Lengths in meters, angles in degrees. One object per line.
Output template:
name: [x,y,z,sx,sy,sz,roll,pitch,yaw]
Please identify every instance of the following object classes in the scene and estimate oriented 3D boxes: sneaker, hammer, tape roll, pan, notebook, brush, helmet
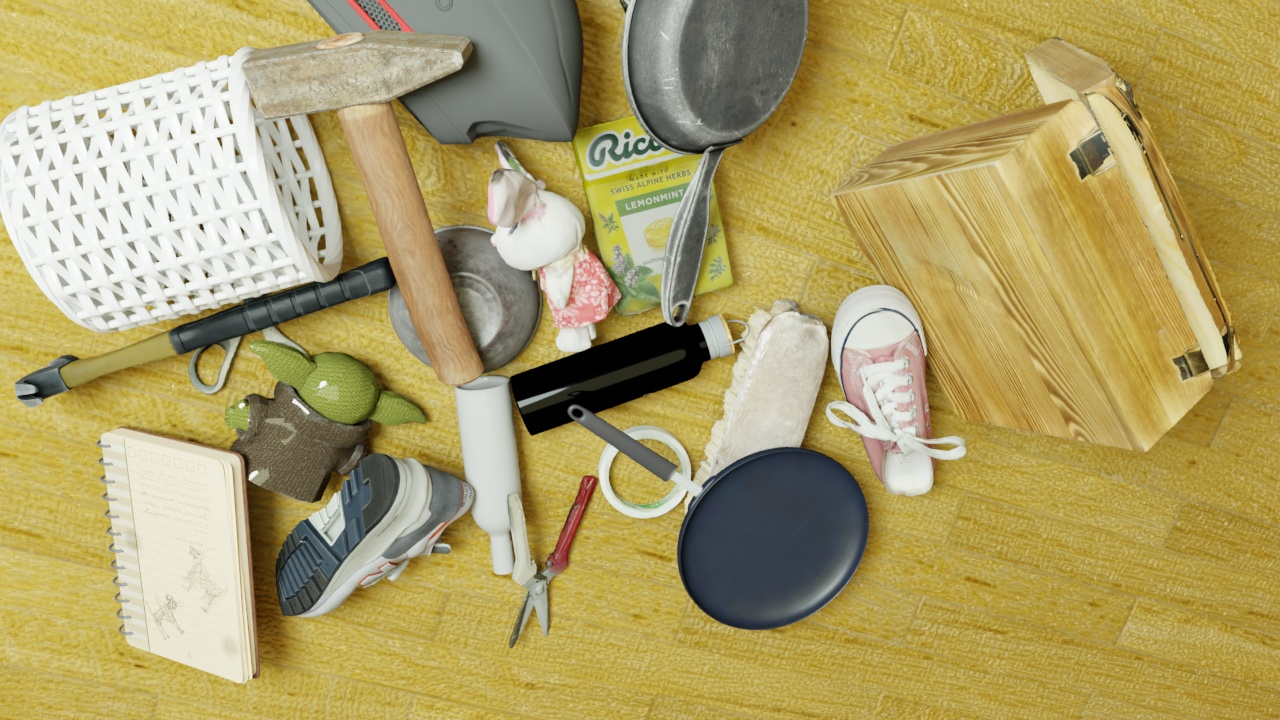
sneaker: [0.240,0.046,0.877,0.118,0.087,0.241,-12,120,17]
hammer: [-0.374,-0.026,0.796,0.333,0.118,0.025,-18,107,-1]
tape roll: [0.004,0.113,0.929,0.094,0.018,0.094,-2,105,-6]
pan: [0.071,0.134,0.874,0.356,0.021,0.199,35,97,-23]
notebook: [-0.430,0.181,0.851,0.168,0.024,0.226,9,106,22]
brush: [0.114,0.074,0.912,0.083,0.056,0.271,13,103,-14]
hammer: [-0.178,-0.105,0.727,0.158,0.037,0.301,-6,125,9]
sneaker: [-0.246,0.173,0.877,0.124,0.088,0.240,9,138,-44]
helmet: [-0.144,-0.279,0.738,0.170,0.164,0.264,-42,97,-1]
pan: [0.056,-0.178,0.754,0.186,0.055,0.358,-21,128,-35]

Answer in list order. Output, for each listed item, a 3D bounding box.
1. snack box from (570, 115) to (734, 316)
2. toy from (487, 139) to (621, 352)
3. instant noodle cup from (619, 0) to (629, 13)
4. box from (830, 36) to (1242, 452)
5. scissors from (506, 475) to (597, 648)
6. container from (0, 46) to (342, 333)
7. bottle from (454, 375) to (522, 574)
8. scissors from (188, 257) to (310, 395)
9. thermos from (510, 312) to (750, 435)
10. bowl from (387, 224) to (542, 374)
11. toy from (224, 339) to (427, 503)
snack box: [0.013,-0.137,0.853,0.121,0.045,0.181,-14,105,-3]
toy: [-0.082,-0.098,0.810,0.084,0.159,0.194,-22,119,6]
instant noodle cup: [0.059,-0.313,0.779,0.112,0.137,0.137,-34,105,-6]
box: [0.388,-0.114,0.802,0.263,0.270,0.279,-36,105,-12]
scissors: [-0.099,0.193,0.919,0.194,0.015,0.179,-51,137,-12]
container: [-0.364,-0.133,0.737,0.187,0.189,0.189,-15,105,-2]
bottle: [-0.143,0.115,0.894,0.052,0.052,0.195,-6,105,-5]
scissors: [-0.361,-0.028,0.853,0.168,0.012,0.157,-38,107,4]
thermos: [-0.005,0.005,0.878,0.231,0.061,0.061,-19,105,-2]
bowl: [-0.163,-0.048,0.843,0.145,0.067,0.145,-2,104,-6]
toy: [-0.304,0.059,0.843,0.179,0.078,0.153,30,103,-40]
